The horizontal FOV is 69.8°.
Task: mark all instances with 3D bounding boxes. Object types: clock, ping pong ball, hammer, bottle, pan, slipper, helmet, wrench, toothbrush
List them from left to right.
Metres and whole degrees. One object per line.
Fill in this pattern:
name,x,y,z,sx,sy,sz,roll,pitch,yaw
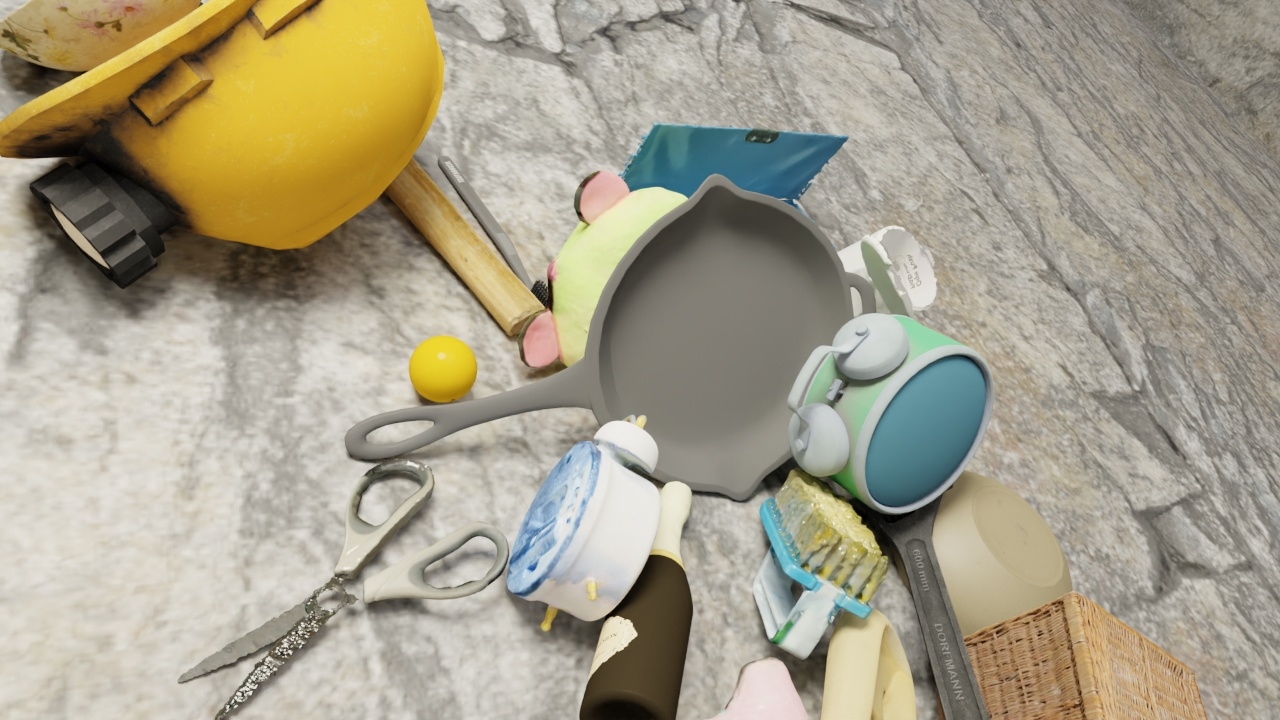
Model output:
helmet,-0.207,-0.139,0.530,0.254,0.206,0.131,-45,114,-25
hammer,-0.182,-0.146,0.653,0.330,0.033,0.131,48,41,12
ping pong ball,-0.117,0.005,0.546,0.040,0.040,0.040,19,44,-19
toothbrush,-0.105,-0.092,0.668,0.012,0.013,0.167,-16,60,-42
clock,-0.028,0.081,0.500,0.052,0.089,0.125,30,48,-16
pan,-0.004,0.004,0.571,0.353,0.217,0.024,-14,20,-22
bottle,0.008,0.128,0.508,0.045,0.045,0.184,31,30,-7
clock,0.153,0.029,0.597,0.161,0.122,0.075,20,11,-39
slipper,0.134,0.232,0.453,0.111,0.079,0.260,56,29,-28
wrench,0.188,0.155,0.588,0.073,0.018,0.272,-12,39,9

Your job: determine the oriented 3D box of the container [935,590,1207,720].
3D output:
container,0.252,0.250,0.517,0.112,0.114,0.198,29,43,-15

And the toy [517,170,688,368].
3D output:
toy,0.021,-0.049,0.637,0.196,0.150,0.107,17,7,-19

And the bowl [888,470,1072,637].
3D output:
bowl,0.258,0.139,0.671,0.152,0.051,0.152,19,44,-19

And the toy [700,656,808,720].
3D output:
toy,0.058,0.212,0.465,0.098,0.053,0.096,-22,72,-35

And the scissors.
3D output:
scissors,-0.145,0.104,0.456,0.164,0.013,0.150,-2,47,-22

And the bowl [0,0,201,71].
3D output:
bowl,-0.319,-0.214,0.572,0.063,0.145,0.144,60,31,-31

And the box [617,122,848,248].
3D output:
box,0.092,-0.126,0.757,0.231,0.113,0.094,-7,56,-38

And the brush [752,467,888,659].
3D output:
brush,0.099,0.119,0.567,0.055,0.075,0.135,31,9,-7

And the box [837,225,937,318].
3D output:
box,0.175,-0.054,0.720,0.136,0.147,0.084,-18,82,-43
